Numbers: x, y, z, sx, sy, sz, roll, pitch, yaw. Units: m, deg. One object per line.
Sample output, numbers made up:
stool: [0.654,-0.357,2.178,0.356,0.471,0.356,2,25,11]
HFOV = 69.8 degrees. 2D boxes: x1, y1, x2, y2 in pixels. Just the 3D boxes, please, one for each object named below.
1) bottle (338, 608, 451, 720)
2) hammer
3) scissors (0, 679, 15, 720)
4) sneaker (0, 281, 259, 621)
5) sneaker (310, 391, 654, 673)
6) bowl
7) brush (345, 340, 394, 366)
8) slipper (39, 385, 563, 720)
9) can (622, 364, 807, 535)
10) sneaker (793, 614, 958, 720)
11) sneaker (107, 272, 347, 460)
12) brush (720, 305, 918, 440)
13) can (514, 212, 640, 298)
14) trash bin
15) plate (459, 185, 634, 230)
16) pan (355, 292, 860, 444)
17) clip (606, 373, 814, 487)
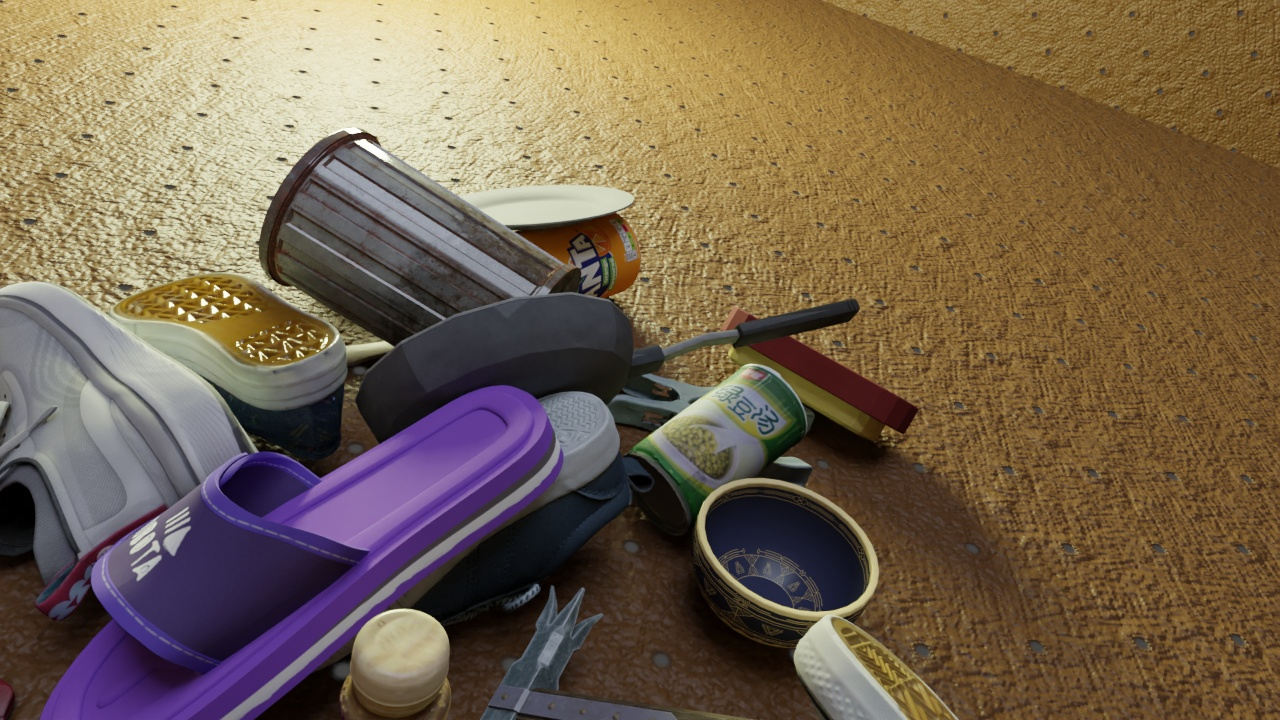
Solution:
bottle: [-0.099,0.162,0.354,0.059,0.166,0.059,10,34,-7]
hammer: [0.054,0.166,0.377,0.318,0.028,0.146,-7,36,36]
scissors: [-0.326,0.157,0.408,0.179,0.015,0.193,4,35,-20]
sneaker: [-0.329,0.042,0.520,0.263,0.097,0.128,26,55,31]
sneaker: [-0.100,0.106,0.513,0.235,0.087,0.089,-31,35,-16]
bowl: [0.082,0.133,0.566,0.112,0.061,0.112,11,33,-7]
brush: [-0.177,-0.018,0.726,0.135,0.015,0.050,-14,44,-37]
slipper: [-0.164,0.075,0.429,0.266,0.084,0.107,-34,35,-22]
can: [0.052,0.059,0.629,0.120,0.067,0.067,-34,55,-28]
sneaker: [0.132,0.235,0.413,0.241,0.088,0.118,57,16,21]
sneaker: [-0.268,0.001,0.612,0.236,0.079,0.087,17,37,36]
brush: [0.142,0.014,0.762,0.173,0.042,0.082,32,5,23]
can: [-0.071,-0.082,0.806,0.079,0.079,0.142,35,38,27]
trash bin: [-0.165,-0.070,0.677,0.211,0.131,0.130,32,35,5]
plate: [-0.094,-0.133,0.808,0.178,0.012,0.178,-2,21,1]
pan: [-0.004,0.003,0.611,0.356,0.179,0.041,-13,68,-21]
clip: [0.054,0.062,0.693,0.171,0.029,0.141,11,32,-5]
